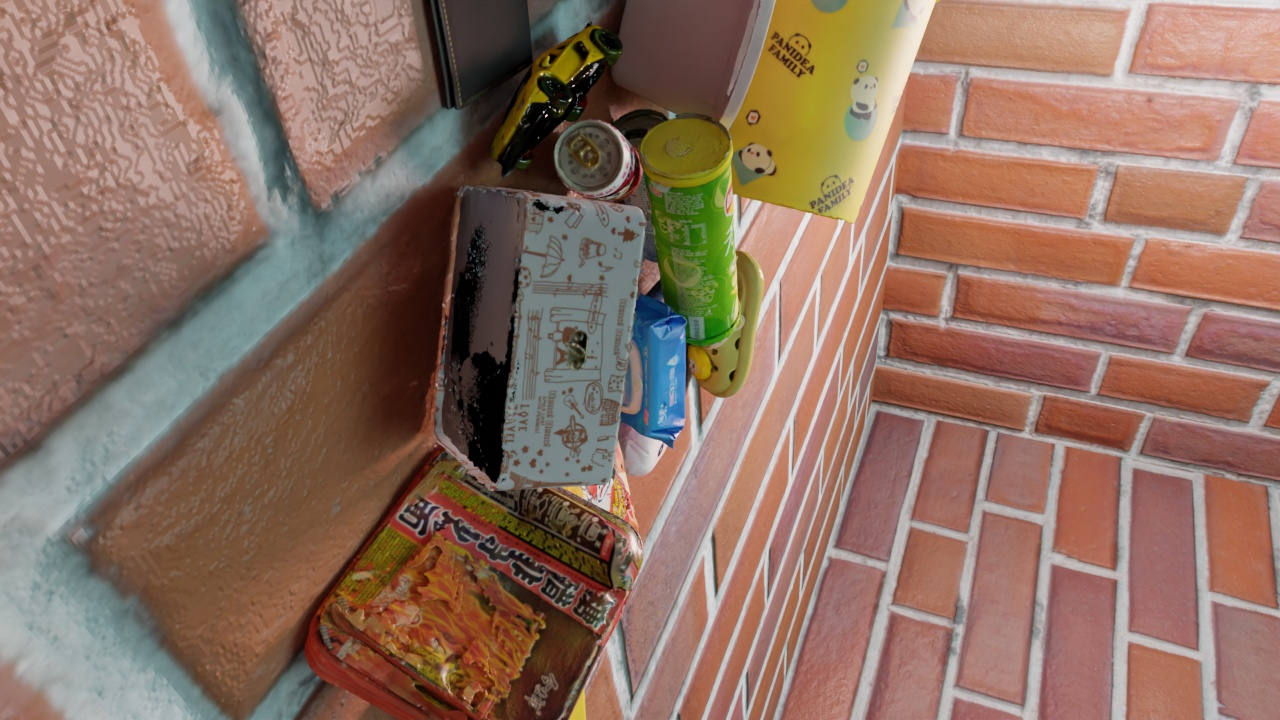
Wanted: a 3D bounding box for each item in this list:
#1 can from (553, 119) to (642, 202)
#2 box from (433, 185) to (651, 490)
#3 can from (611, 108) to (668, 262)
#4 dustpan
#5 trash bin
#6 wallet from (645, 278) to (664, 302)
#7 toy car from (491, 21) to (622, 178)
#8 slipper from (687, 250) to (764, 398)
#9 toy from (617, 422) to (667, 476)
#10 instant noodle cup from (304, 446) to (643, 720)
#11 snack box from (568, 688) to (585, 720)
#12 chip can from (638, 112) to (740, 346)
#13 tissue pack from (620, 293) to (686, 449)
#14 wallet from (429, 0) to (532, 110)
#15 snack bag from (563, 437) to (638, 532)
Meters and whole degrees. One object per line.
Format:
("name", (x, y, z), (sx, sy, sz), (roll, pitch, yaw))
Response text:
("can", (-0.030, -0.148, 0.689), (0.132, 0.053, 0.053), (-59, 158, -81))
("box", (-0.074, -0.027, 0.635), (0.274, 0.124, 0.179), (-122, -141, -79))
("can", (0.012, -0.156, 0.843), (0.147, 0.058, 0.058), (72, 35, -54))
("dustpan", (0.080, -0.301, 0.775), (0.272, 0.139, 0.223), (-46, 157, -51))
("trash bin", (0.180, -0.296, 1.007), (0.229, 0.230, 0.255), (-16, 122, -68))
("wallet", (0.027, -0.063, 0.928), (0.097, 0.019, 0.120), (-45, 170, 20))
("toy car", (-0.060, -0.182, 0.626), (0.071, 0.041, 0.155), (-46, -170, 43))
("slipper", (0.090, -0.043, 1.112), (0.081, 0.091, 0.191), (-5, 122, -28))
("toy", (0.010, 0.061, 0.975), (0.159, 0.054, 0.121), (7, 94, -78))
("instant noodle cup", (-0.102, 0.160, 0.595), (0.188, 0.164, 0.079), (-58, 176, -43))
("snack box", (-0.110, 0.276, 0.735), (0.157, 0.070, 0.210), (-50, 146, -52))
("chip can", (0.046, -0.099, 0.774), (0.222, 0.073, 0.072), (79, 30, -54))
("tissue pack", (-0.005, 0.005, 0.837), (0.052, 0.095, 0.157), (-27, 129, -36))
("wallet", (-0.099, -0.227, 0.560), (0.096, 0.020, 0.122), (-51, 148, -44))
("snack bag", (-0.058, 0.103, 0.771), (0.207, 0.073, 0.128), (0, 69, -68))
